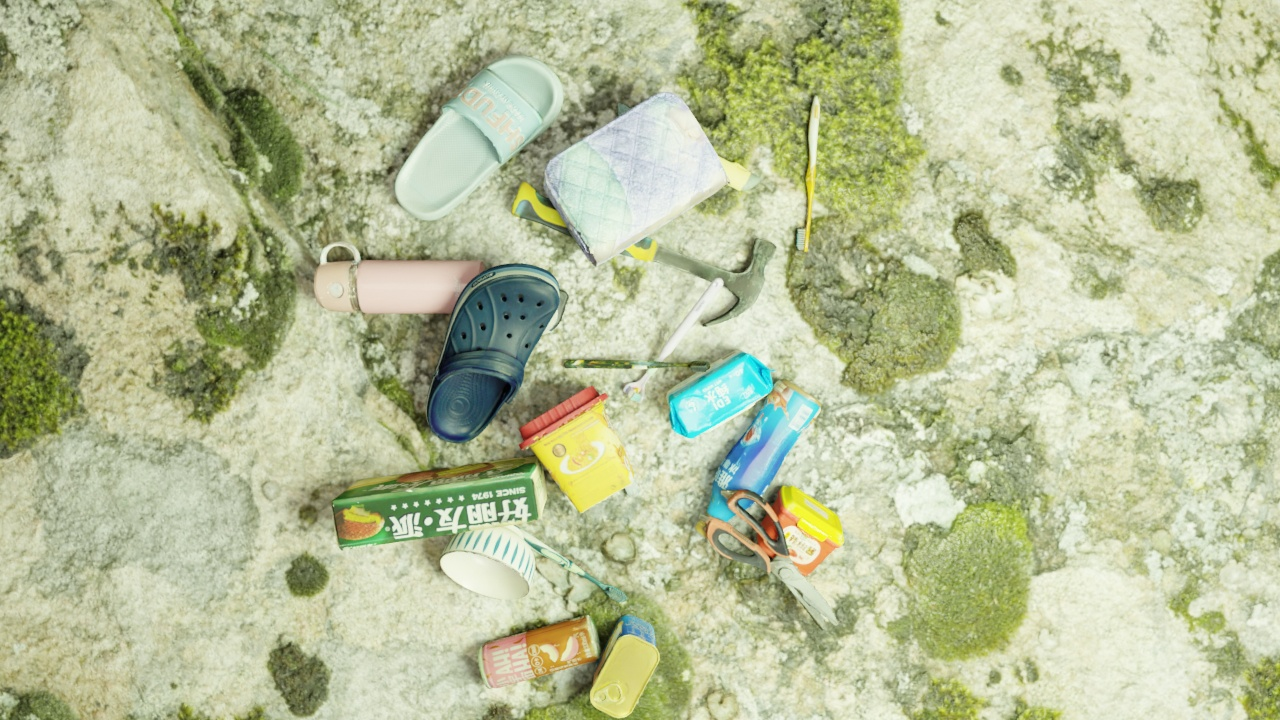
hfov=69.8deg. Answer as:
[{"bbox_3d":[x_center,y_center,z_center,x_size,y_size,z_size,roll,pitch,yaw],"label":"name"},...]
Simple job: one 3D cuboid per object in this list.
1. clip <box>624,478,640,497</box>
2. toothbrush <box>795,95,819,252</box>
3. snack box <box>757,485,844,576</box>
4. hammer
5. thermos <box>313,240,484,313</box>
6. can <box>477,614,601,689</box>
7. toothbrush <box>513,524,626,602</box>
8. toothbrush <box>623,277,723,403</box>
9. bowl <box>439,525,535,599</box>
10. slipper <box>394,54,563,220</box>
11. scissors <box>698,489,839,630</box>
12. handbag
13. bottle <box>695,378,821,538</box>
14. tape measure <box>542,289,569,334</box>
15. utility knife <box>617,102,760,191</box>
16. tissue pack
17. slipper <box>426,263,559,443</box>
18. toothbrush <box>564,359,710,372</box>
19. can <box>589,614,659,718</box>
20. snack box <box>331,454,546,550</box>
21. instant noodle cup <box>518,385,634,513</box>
[{"bbox_3d":[-0.019,0.147,1.160,0.026,0.041,0.058,-26,99,-2],"label":"clip"},{"bbox_3d":[0.208,-0.231,1.137,0.018,0.016,0.191,4,95,7],"label":"toothbrush"},{"bbox_3d":[0.196,0.214,1.144,0.091,0.082,0.080,33,106,-3],"label":"snack box"},{"bbox_3d":[-0.003,-0.138,1.132,0.323,0.032,0.126,20,93,-3],"label":"hammer"},{"bbox_3d":[-0.290,-0.099,1.111,0.198,0.067,0.087,2,101,-1],"label":"thermos"},{"bbox_3d":[-0.126,0.367,1.156,0.147,0.058,0.058,-16,95,0],"label":"can"},{"bbox_3d":[-0.099,0.257,1.168,0.191,0.018,0.016,32,93,-4],"label":"toothbrush"},{"bbox_3d":[0.041,-0.026,1.124,0.029,0.021,0.189,39,108,5],"label":"toothbrush"},{"bbox_3d":[-0.181,0.238,1.130,0.116,0.117,0.066,21,52,-3],"label":"bowl"},{"bbox_3d":[-0.201,-0.269,1.097,0.245,0.074,0.104,-45,93,4],"label":"slipper"},{"bbox_3d":[0.157,0.251,1.119,0.197,0.015,0.205,3,113,12],"label":"scissors"},{"bbox_3d":[-0.009,-0.215,1.080,0.194,0.075,0.134,-32,92,-4],"label":"handbag"},{"bbox_3d":[0.140,0.127,1.140,0.065,0.065,0.219,33,94,-3],"label":"bottle"},{"bbox_3d":[-0.128,-0.064,1.134,0.066,0.033,0.066,21,91,-1],"label":"tape measure"},{"bbox_3d":[0.057,-0.261,1.129,0.198,0.021,0.031,29,89,-9],"label":"utility knife"},{"bbox_3d":[0.095,0.040,1.118,0.140,0.090,0.063,-31,95,1],"label":"tissue pack"},{"bbox_3d":[-0.183,0.000,1.077,0.105,0.095,0.253,22,115,-25],"label":"slipper"},{"bbox_3d":[-0.007,0.007,1.124,0.186,0.017,0.012,1,114,16],"label":"toothbrush"},{"bbox_3d":[-0.020,0.378,1.146,0.057,0.083,0.102,27,94,-3],"label":"can"},{"bbox_3d":[-0.237,0.170,1.110,0.240,0.114,0.063,-8,95,0],"label":"snack box"},{"bbox_3d":[-0.070,0.108,1.104,0.116,0.116,0.123,-30,90,1],"label":"instant noodle cup"}]
